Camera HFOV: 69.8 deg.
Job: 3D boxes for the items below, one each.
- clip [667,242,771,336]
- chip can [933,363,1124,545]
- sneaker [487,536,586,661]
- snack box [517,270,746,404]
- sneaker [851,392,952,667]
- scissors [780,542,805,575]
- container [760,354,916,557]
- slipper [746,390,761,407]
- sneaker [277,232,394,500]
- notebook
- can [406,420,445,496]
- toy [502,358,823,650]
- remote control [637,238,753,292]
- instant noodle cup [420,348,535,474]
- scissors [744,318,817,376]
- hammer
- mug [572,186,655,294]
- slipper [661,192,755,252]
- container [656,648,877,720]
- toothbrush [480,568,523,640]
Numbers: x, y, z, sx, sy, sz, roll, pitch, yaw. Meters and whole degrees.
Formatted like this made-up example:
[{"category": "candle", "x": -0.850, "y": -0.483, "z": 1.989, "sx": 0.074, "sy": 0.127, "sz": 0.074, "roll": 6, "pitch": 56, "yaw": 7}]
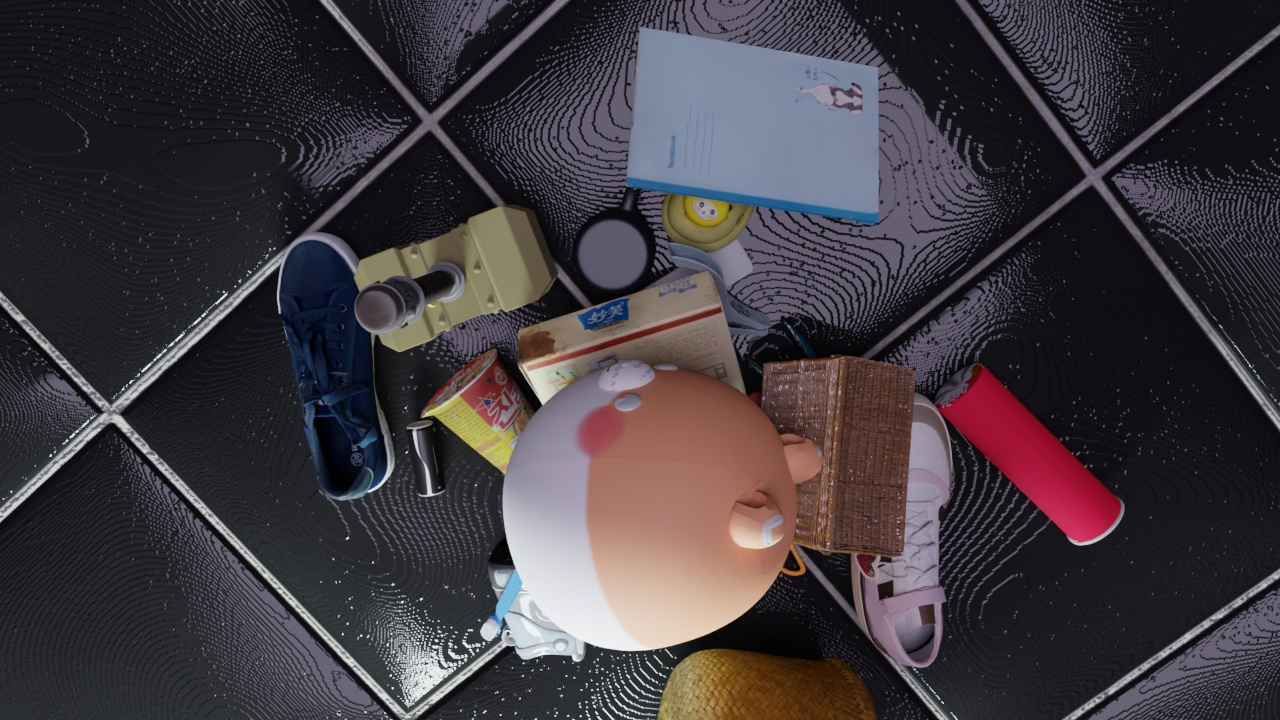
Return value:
[{"category": "clip", "x": 0.040, "y": -0.042, "z": 0.979, "sx": 0.165, "sy": 0.031, "sz": 0.168, "roll": -33, "pitch": 131, "yaw": 26}, {"category": "chip can", "x": 0.419, "y": 0.101, "z": 0.994, "sx": 0.220, "sy": 0.069, "sz": 0.069, "roll": 43, "pitch": 99, "yaw": -6}, {"category": "sneaker", "x": -0.036, "y": 0.261, "z": 1.036, "sx": 0.257, "sy": 0.093, "sz": 0.160, "roll": -8, "pitch": 109, "yaw": 2}, {"category": "snack box", "x": -0.006, "y": 0.006, "z": 0.957, "sx": 0.207, "sy": 0.055, "sz": 0.153, "roll": -17, "pitch": 137, "yaw": 5}, {"category": "sneaker", "x": 0.280, "y": 0.184, "z": 0.957, "sx": 0.111, "sy": 0.116, "sz": 0.294, "roll": 1, "pitch": 100, "yaw": -4}, {"category": "scissors", "x": 0.168, "y": 0.186, "z": 1.046, "sx": 0.131, "sy": 0.011, "sz": 0.125, "roll": -27, "pitch": 99, "yaw": 4}, {"category": "container", "x": 0.191, "y": 0.094, "z": 0.922, "sx": 0.113, "sy": 0.113, "sz": 0.198, "roll": 10, "pitch": 84, "yaw": -36}, {"category": "slipper", "x": 0.120, "y": 0.158, "z": 0.988, "sx": 0.059, "sy": 0.103, "sz": 0.249, "roll": 13, "pitch": 94, "yaw": 30}, {"category": "sneaker", "x": -0.329, "y": 0.012, "z": 0.973, "sx": 0.121, "sy": 0.127, "sz": 0.294, "roll": -7, "pitch": 98, "yaw": 4}, {"category": "notebook", "x": 0.116, "y": -0.234, "z": 0.911, "sx": 0.253, "sy": 0.009, "sz": 0.181, "roll": 7, "pitch": 73, "yaw": -8}, {"category": "can", "x": -0.242, "y": 0.110, "z": 1.034, "sx": 0.031, "sy": 0.031, "sz": 0.080, "roll": -7, "pitch": 100, "yaw": 3}, {"category": "toy", "x": 0.016, "y": 0.125, "z": 0.841, "sx": 0.281, "sy": 0.262, "sz": 0.266, "roll": -8, "pitch": 107, "yaw": 29}, {"category": "remote control", "x": 0.051, "y": -0.080, "z": 1.000, "sx": 0.147, "sy": 0.008, "sz": 0.045, "roll": -30, "pitch": 98, "yaw": 7}, {"category": "instant noodle cup", "x": -0.158, "y": 0.060, "z": 0.996, "sx": 0.100, "sy": 0.100, "sz": 0.112, "roll": -39, "pitch": 105, "yaw": 8}, {"category": "scissors", "x": 0.179, "y": 0.019, "z": 1.011, "sx": 0.119, "sy": 0.019, "sz": 0.151, "roll": -11, "pitch": 102, "yaw": 3}, {"category": "hammer", "x": -0.194, "y": -0.067, "z": 0.849, "sx": 0.190, "sy": 0.324, "sz": 0.101, "roll": -20, "pitch": 99, "yaw": 5}, {"category": "mug", "x": -0.021, "y": -0.130, "z": 0.949, "sx": 0.085, "sy": 0.094, "sz": 0.122, "roll": 17, "pitch": 101, "yaw": -2}, {"category": "slipper", "x": 0.093, "y": -0.199, "z": 0.942, "sx": 0.091, "sy": 0.081, "sz": 0.190, "roll": 26, "pitch": 98, "yaw": -6}, {"category": "container", "x": 0.112, "y": 0.455, "z": 0.954, "sx": 0.196, "sy": 0.306, "sz": 0.307, "roll": 8, "pitch": 101, "yaw": -4}, {"category": "toothbrush", "x": -0.145, "y": 0.258, "z": 0.984, "sx": 0.016, "sy": 0.014, "sz": 0.167, "roll": 38, "pitch": 134, "yaw": 10}]
